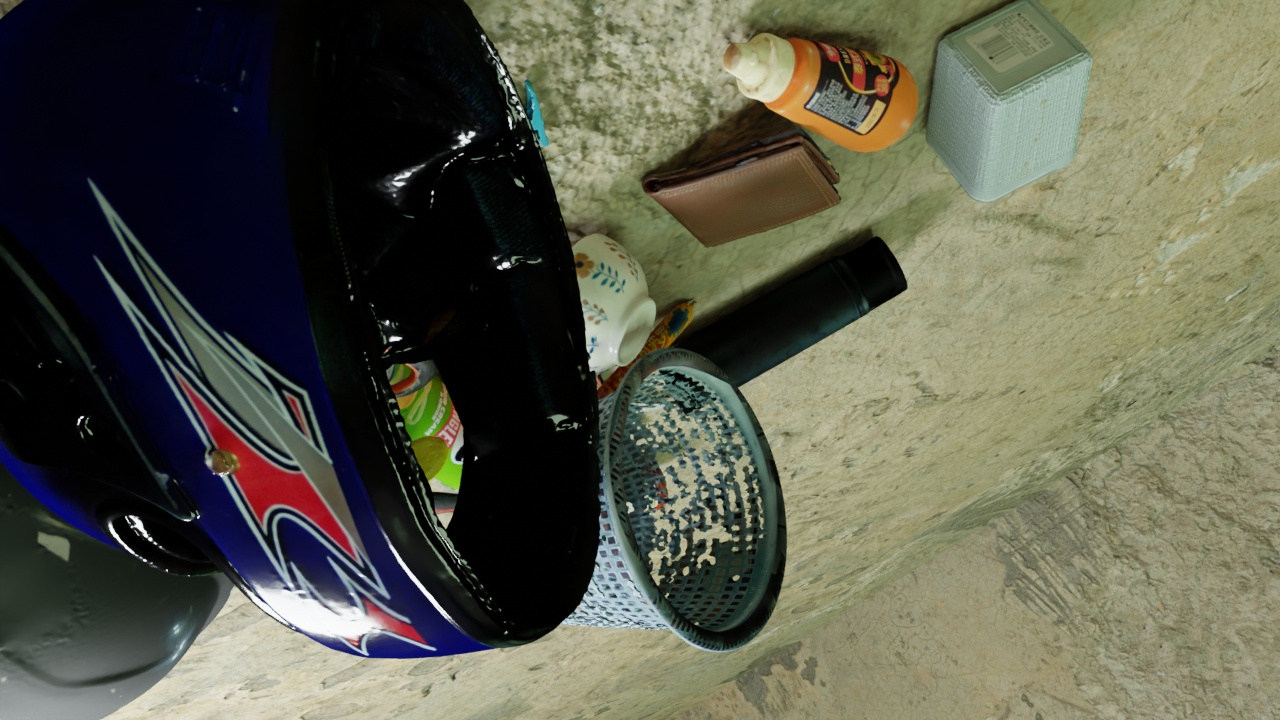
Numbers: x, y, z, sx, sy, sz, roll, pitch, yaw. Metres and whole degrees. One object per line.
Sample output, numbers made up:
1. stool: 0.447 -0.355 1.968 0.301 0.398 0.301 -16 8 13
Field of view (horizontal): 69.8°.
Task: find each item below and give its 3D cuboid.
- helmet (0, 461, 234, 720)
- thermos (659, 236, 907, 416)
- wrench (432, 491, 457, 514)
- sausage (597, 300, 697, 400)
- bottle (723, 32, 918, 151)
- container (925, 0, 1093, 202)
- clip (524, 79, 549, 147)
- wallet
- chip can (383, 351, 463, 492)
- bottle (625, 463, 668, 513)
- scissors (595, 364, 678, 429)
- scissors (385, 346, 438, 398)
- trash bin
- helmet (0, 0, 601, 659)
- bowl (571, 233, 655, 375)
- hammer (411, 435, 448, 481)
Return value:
1. helmet: -0.374 0.115 0.545 0.233 0.230 0.275 -24 114 -2
2. thermos: 0.137 -0.029 0.891 0.243 0.068 0.090 -28 156 6
3. wrench: -0.173 0.144 0.934 0.056 0.016 0.273 -31 165 13
4. sausage: -0.005 0.005 0.827 0.165 0.021 0.021 -48 155 -10
5. bottle: 0.117 -0.184 0.613 0.149 0.066 0.067 6 140 -33
6. container: 0.276 -0.197 0.690 0.090 0.090 0.111 -26 150 0
7. clip: -0.070 -0.149 0.566 0.038 0.013 0.055 -26 154 3
8. wallet: 0.078 -0.127 0.679 0.125 0.032 0.101 -15 160 25
9. chip can: -0.185 0.034 0.712 0.072 0.072 0.236 -27 149 4
10. bottle: -0.070 0.173 1.088 0.205 0.059 0.060 -13 151 -18
11. scissors: -0.040 0.043 0.928 0.189 0.015 0.227 -20 152 -11
12. scissors: -0.190 -0.054 0.558 0.220 0.022 0.229 -31 127 -20
13. trash bin: -0.023 0.123 0.734 0.196 0.226 0.226 -19 160 34
14. helmet: -0.168 -0.015 0.419 0.241 0.316 0.246 -7 -162 21
15. bowl: -0.028 -0.033 0.695 0.113 0.062 0.114 -50 156 -32
16. hammer: -0.226 0.122 0.736 0.125 0.032 0.324 -47 -173 -35
